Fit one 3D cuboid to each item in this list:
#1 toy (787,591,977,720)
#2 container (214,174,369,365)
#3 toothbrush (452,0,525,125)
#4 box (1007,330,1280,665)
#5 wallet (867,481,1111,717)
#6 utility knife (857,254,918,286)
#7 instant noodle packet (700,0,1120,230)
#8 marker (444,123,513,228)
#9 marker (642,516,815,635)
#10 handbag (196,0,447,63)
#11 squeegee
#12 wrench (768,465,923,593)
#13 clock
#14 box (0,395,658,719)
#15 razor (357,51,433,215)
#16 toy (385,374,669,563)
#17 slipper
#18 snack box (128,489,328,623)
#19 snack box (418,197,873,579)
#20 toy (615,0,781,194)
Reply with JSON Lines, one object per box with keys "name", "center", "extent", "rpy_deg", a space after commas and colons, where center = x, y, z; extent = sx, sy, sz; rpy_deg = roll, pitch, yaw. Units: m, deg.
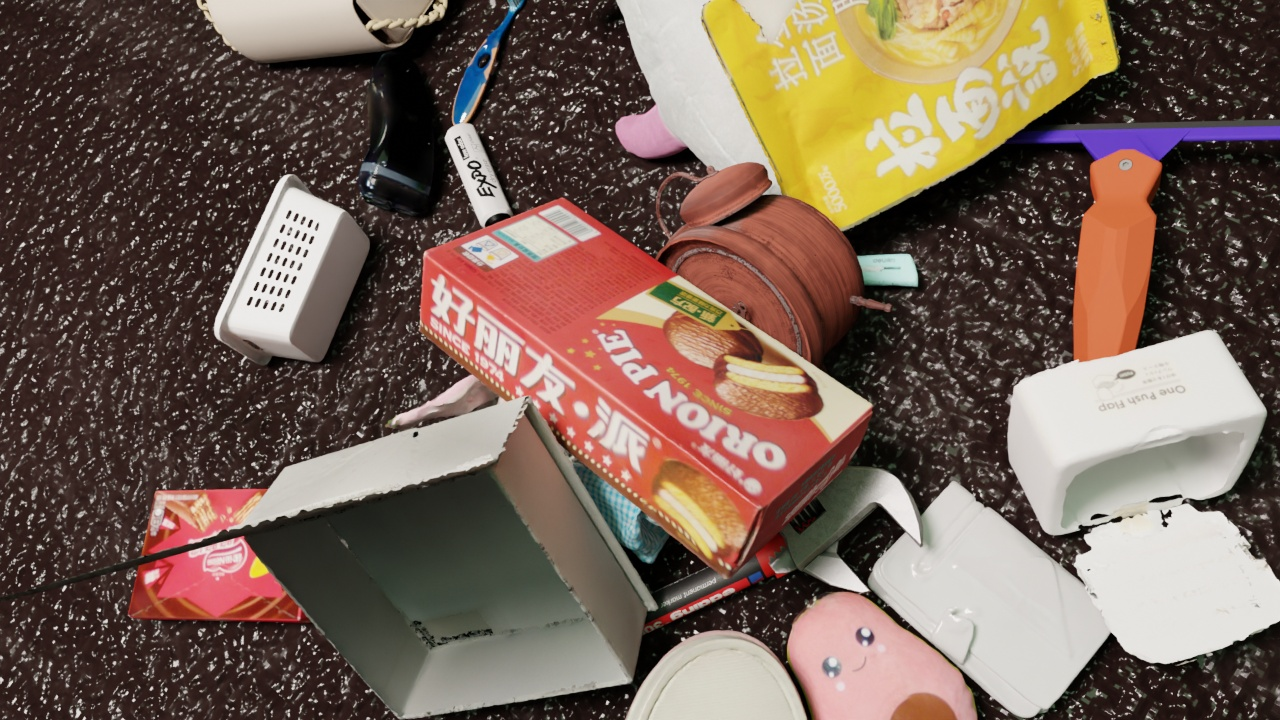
{"name": "toy", "center": [0.124, 0.180, 0.499], "extent": [0.090, 0.051, 0.110], "rpy_deg": [-39, 65, -3]}
{"name": "container", "center": [-0.245, -0.059, 0.664], "extent": [0.049, 0.081, 0.129], "rpy_deg": [16, 75, 7]}
{"name": "toothbrush", "center": [-0.120, -0.244, 0.729], "extent": [0.021, 0.017, 0.135], "rpy_deg": [16, 75, 21]}
{"name": "box", "center": [0.265, 0.080, 0.472], "extent": [0.109, 0.124, 0.136], "rpy_deg": [-14, 51, 9]}
{"name": "wallet", "center": [0.194, 0.131, 0.510], "extent": [0.116, 0.032, 0.086], "rpy_deg": [37, 81, 23]}
{"name": "utility knife", "center": [0.116, -0.058, 0.607], "extent": [0.129, 0.015, 0.022], "rpy_deg": [1, 74, 18]}
{"name": "instant noodle packet", "center": [0.158, -0.190, 0.544], "extent": [0.221, 0.163, 0.084], "rpy_deg": [-35, 28, -7]}
{"name": "marker", "center": [-0.114, -0.122, 0.680], "extent": [0.025, 0.025, 0.125], "rpy_deg": [-27, 67, 4]}
{"name": "marker", "center": [0.044, 0.135, 0.552], "extent": [0.145, 0.021, 0.023], "rpy_deg": [-26, 97, 4]}
{"name": "handbag", "center": [-0.249, -0.347, 0.761], "extent": [0.211, 0.103, 0.208], "rpy_deg": [4, 73, 24]}
{"name": "squeegee", "center": [0.280, -0.061, 0.541], "extent": [0.250, 0.055, 0.184], "rpy_deg": [6, 81, 28]}
{"name": "wrench", "center": [0.044, 0.048, 0.567], "extent": [0.273, 0.018, 0.083], "rpy_deg": [34, 89, 29]}
{"name": "clock", "center": [0.063, -0.050, 0.555], "extent": [0.157, 0.121, 0.072], "rpy_deg": [44, 59, 12]}
{"name": "box", "center": [-0.143, 0.088, 0.413], "extent": [0.167, 0.368, 0.150], "rpy_deg": [-18, 67, 21]}
{"name": "razor", "center": [-0.190, -0.175, 0.708], "extent": [0.064, 0.053, 0.140], "rpy_deg": [-31, 55, 38]}
{"name": "toy", "center": [-0.032, 0.046, 0.547], "extent": [0.205, 0.131, 0.105], "rpy_deg": [18, 71, 18]}
{"name": "slipper", "center": [0.040, 0.279, 0.473], "extent": [0.114, 0.054, 0.274], "rpy_deg": [1, 83, -10]}
{"name": "snack box", "center": [-0.281, 0.134, 0.633], "extent": [0.133, 0.021, 0.089], "rpy_deg": [-3, 70, 13]}
{"name": "snack box", "center": [-0.003, 0.003, 0.507], "extent": [0.236, 0.060, 0.112], "rpy_deg": [36, 43, 23]}
{"name": "toy", "center": [0.052, -0.221, 0.626], "extent": [0.127, 0.187, 0.265], "rpy_deg": [-32, 87, -38]}
